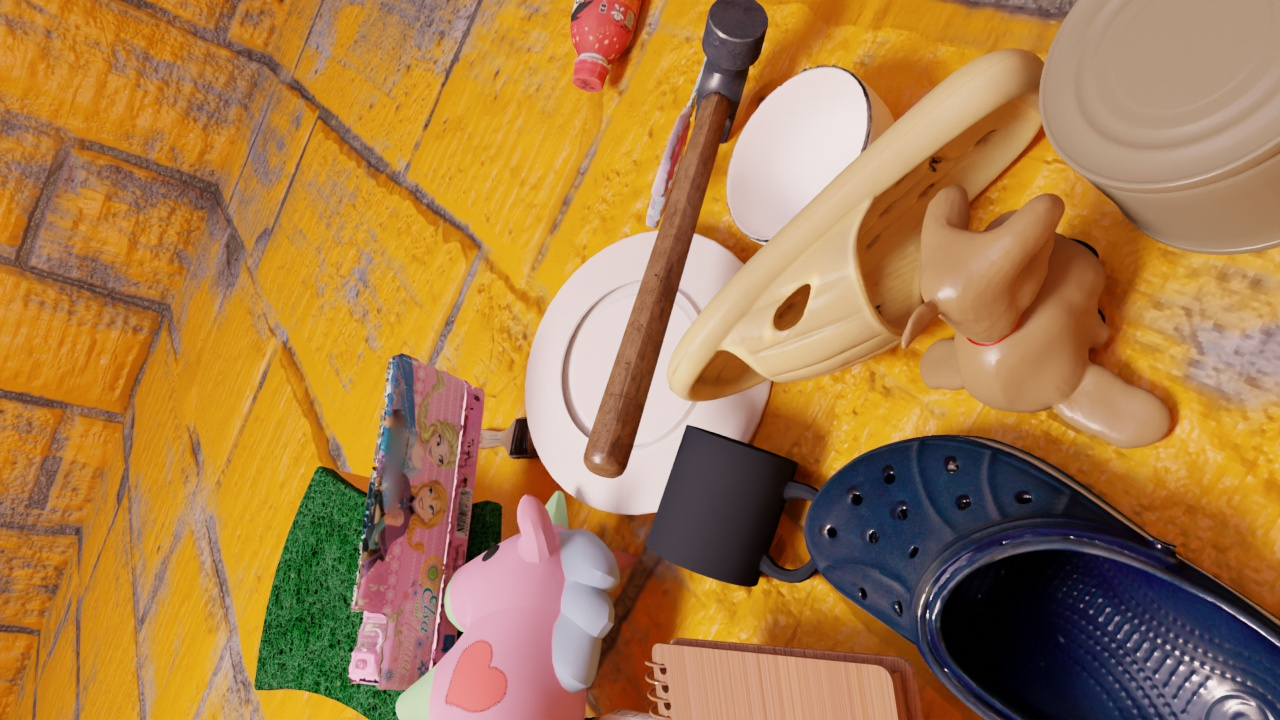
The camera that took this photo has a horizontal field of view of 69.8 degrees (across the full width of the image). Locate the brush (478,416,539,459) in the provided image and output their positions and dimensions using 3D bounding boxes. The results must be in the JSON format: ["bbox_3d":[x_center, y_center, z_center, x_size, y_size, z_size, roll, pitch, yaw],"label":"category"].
[{"bbox_3d":[-0.108,0.069,0.816,0.152,0.012,0.039,-10,67,51],"label":"brush"}]

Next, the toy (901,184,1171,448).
[{"bbox_3d":[0.170,-0.024,0.426,0.105,0.108,0.134,-56,35,-8],"label":"toy"}]

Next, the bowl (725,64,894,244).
[{"bbox_3d":[0.113,-0.117,0.569,0.114,0.063,0.113,-26,55,44],"label":"bowl"}]

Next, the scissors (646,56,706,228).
[{"bbox_3d":[0.034,-0.185,0.730,0.105,0.016,0.178,104,-177,-63],"label":"scissors"}]

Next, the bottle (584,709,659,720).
[{"bbox_3d":[0.000,0.242,0.573,0.116,0.041,0.041,-15,63,49],"label":"bottle"}]

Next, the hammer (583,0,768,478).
[{"bbox_3d":[0.021,-0.074,0.596,0.129,0.040,0.321,101,-174,-66],"label":"hammer"}]

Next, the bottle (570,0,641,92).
[{"bbox_3d":[-0.034,-0.319,0.854,0.062,0.062,0.137,1,74,52],"label":"bottle"}]

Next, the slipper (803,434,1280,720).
[{"bbox_3d":[0.164,0.099,0.384,0.253,0.095,0.105,30,101,50],"label":"slipper"}]

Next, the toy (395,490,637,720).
[{"bbox_3d":[-0.071,0.202,0.582,0.171,0.120,0.222,-40,42,12],"label":"toy"}]

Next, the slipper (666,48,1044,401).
[{"bbox_3d":[0.128,-0.048,0.502,0.262,0.111,0.079,-47,64,23],"label":"slipper"}]

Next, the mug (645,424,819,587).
[{"bbox_3d":[0.063,0.091,0.546,0.105,0.071,0.077,18,89,27],"label":"mug"}]

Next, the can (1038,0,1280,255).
[{"bbox_3d":[0.246,-0.117,0.388,0.128,0.073,0.127,-26,55,44],"label":"can"}]

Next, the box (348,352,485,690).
[{"bbox_3d":[-0.184,0.116,0.666,0.087,0.105,0.230,-7,69,32],"label":"box"}]

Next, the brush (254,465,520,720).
[{"bbox_3d":[-0.201,0.203,0.764,0.251,0.075,0.195,4,76,36],"label":"brush"}]

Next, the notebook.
[{"bbox_3d":[0.071,0.248,0.446,0.170,0.022,0.210,-15,80,49],"label":"notebook"}]

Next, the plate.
[{"bbox_3d":[-0.004,0.004,0.652,0.209,0.015,0.208,-10,71,31],"label":"plate"}]
